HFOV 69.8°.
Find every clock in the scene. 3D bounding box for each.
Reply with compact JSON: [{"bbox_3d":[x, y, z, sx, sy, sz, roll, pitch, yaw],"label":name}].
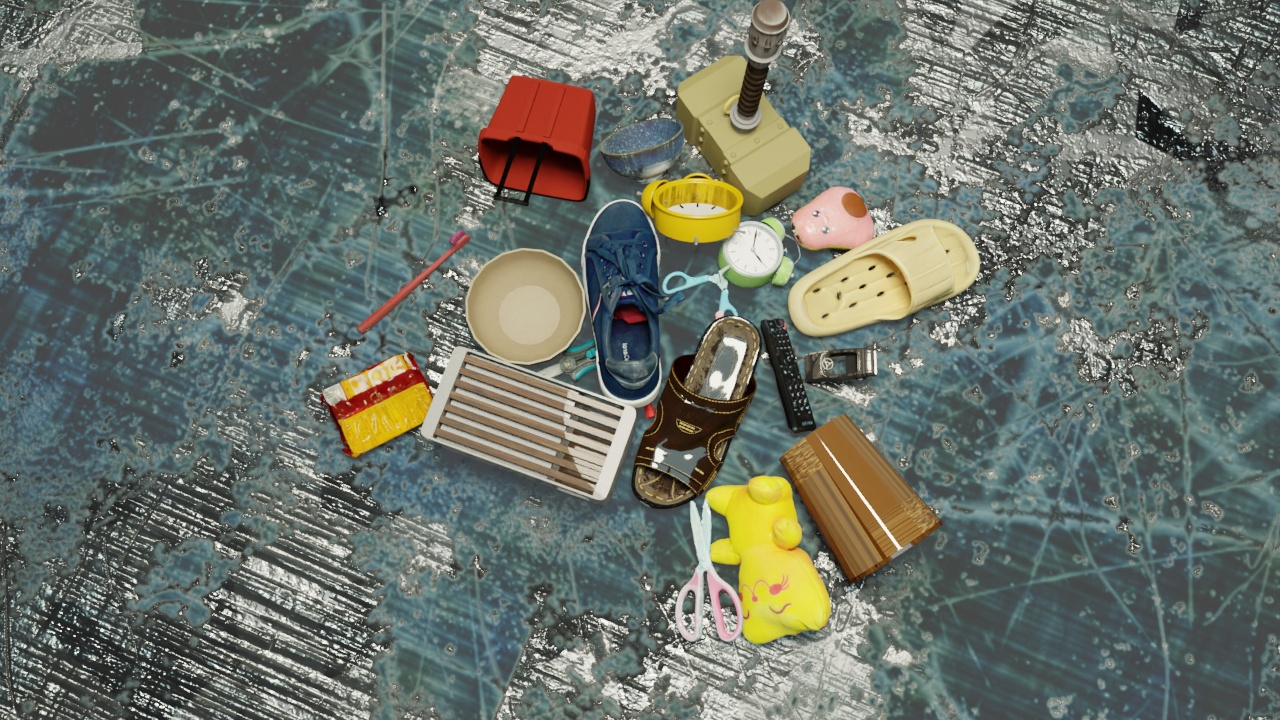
[{"bbox_3d":[0.150,-0.139,1.197,0.119,0.043,0.094,-7,73,-8],"label":"clock"},{"bbox_3d":[0.066,-0.198,1.178,0.113,0.052,0.152,-16,38,-21],"label":"clock"}]

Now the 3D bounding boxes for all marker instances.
[{"bbox_3d":[-0.007,0.007,1.185,0.013,0.013,0.142,-17,78,-4],"label":"marker"}]

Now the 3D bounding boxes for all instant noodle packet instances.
[{"bbox_3d":[-0.330,0.055,1.161,0.135,0.040,0.098,-28,79,-7],"label":"instant noodle packet"}]

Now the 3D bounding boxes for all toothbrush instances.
[{"bbox_3d":[-0.299,-0.105,1.207,0.189,0.016,0.016,-44,77,-8],"label":"toothbrush"}]

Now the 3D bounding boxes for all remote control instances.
[{"bbox_3d":[0.185,0.020,1.171,0.022,0.047,0.150,-23,77,40],"label":"remote control"}]

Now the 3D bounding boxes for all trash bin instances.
[{"bbox_3d":[-0.129,0.083,1.117,0.229,0.114,0.114,19,79,4],"label":"trash bin"}]

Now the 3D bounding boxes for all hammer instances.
[{"bbox_3d":[0.133,-0.321,1.095,0.100,0.325,0.190,-32,80,-7],"label":"hammer"}]

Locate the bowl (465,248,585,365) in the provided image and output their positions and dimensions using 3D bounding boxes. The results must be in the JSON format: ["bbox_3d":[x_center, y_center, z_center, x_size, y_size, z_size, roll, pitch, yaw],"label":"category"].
[{"bbox_3d":[-0.145,-0.064,1.180,0.152,0.050,0.152,0,78,0],"label":"bowl"}]

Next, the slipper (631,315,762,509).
[{"bbox_3d":[0.073,0.062,1.139,0.113,0.076,0.267,27,82,4],"label":"slipper"}]

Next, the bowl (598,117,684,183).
[{"bbox_3d":[0.008,-0.270,1.210,0.114,0.114,0.061,-21,121,-5],"label":"bowl"}]

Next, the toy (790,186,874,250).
[{"bbox_3d":[0.249,-0.179,1.204,0.110,0.051,0.090,-23,86,-9],"label":"toy"}]

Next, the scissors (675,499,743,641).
[{"bbox_3d":[0.066,0.254,1.114,0.103,0.016,0.178,-22,74,33],"label":"scissors"}]

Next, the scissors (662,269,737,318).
[{"bbox_3d":[0.089,-0.096,1.210,0.133,0.015,0.135,8,72,-1],"label":"scissors"}]

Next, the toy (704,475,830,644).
[{"bbox_3d":[0.152,0.235,1.102,0.087,0.135,0.193,0,67,-45],"label":"toy"}]

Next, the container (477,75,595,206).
[{"bbox_3d":[-0.136,-0.255,1.182,0.148,0.127,0.200,12,68,3],"label":"container"}]

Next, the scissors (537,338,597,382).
[{"bbox_3d":[-0.067,-0.009,1.183,0.127,0.019,0.142,26,84,12],"label":"scissors"}]

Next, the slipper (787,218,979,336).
[{"bbox_3d":[0.315,-0.105,1.166,0.261,0.079,0.111,-21,94,-2],"label":"slipper"}]

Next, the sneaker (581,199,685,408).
[{"bbox_3d":[-0.013,-0.097,1.133,0.120,0.127,0.294,-2,60,-2],"label":"sneaker"}]

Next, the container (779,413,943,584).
[{"bbox_3d":[0.256,0.160,1.100,0.132,0.132,0.167,-32,74,-7],"label":"container"}]

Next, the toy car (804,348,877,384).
[{"bbox_3d":[0.251,0.006,1.160,0.092,0.037,0.040,-6,77,32],"label":"toy car"}]
